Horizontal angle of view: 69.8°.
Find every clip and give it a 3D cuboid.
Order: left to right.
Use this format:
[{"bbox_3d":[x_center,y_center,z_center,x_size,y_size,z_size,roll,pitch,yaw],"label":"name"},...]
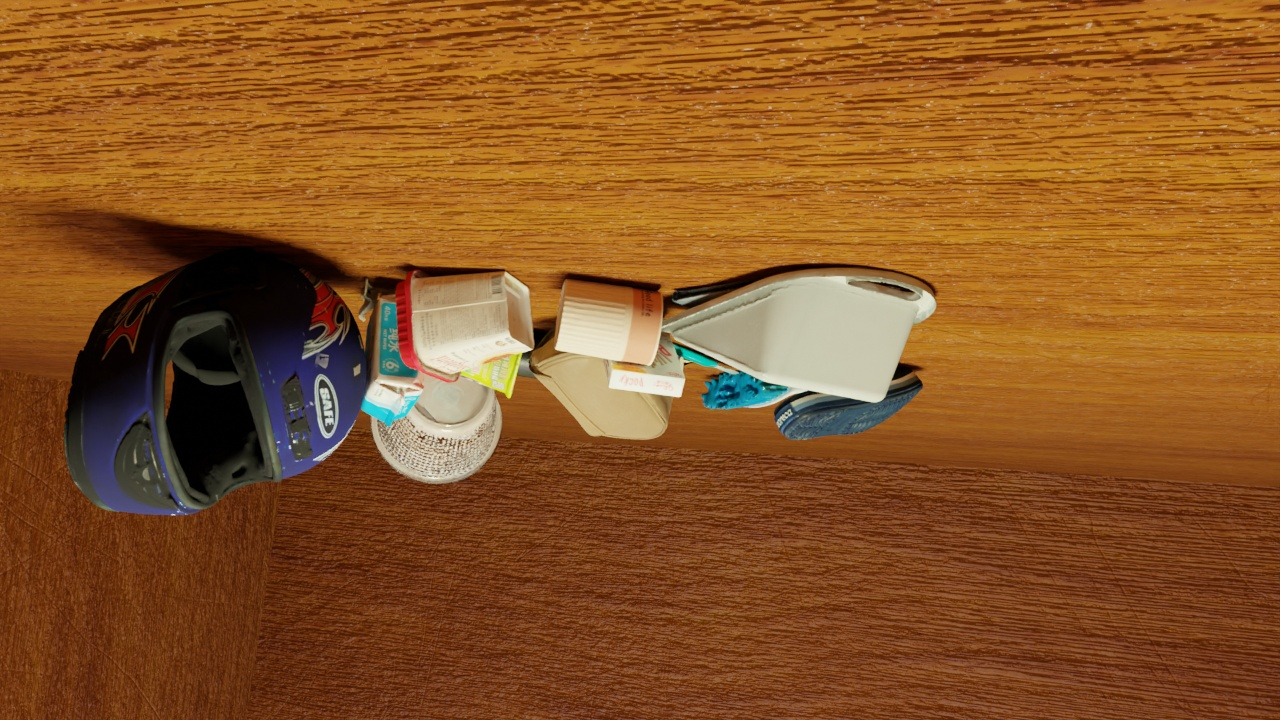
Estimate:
[{"bbox_3d":[-0.318,-0.073,1.110,0.074,0.034,0.101,10,164,-23],"label":"clip"}]

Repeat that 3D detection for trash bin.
[{"bbox_3d":[-0.330,0.075,1.531,0.227,0.227,0.193,7,158,-15],"label":"trash bin"}]

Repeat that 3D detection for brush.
[{"bbox_3d":[0.232,0.041,1.461,0.109,0.060,0.315,5,170,-33],"label":"brush"}]

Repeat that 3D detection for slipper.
[{"bbox_3d":[0.283,0.050,1.296,0.252,0.095,0.105,-10,155,-32],"label":"slipper"}]

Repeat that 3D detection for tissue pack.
[{"bbox_3d":[-0.284,-0.003,1.065,0.063,0.139,0.090,8,153,-24],"label":"tissue pack"}]

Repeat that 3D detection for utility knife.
[{"bbox_3d":[0.088,-0.002,1.371,0.029,0.013,0.219,-4,164,36],"label":"utility knife"}]

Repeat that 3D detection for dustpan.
[{"bbox_3d":[0.177,-0.048,0.982,0.222,0.143,0.258,11,-168,-29],"label":"dustpan"}]

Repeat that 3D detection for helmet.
[{"bbox_3d":[-0.416,0.022,0.964,0.240,0.248,0.315,-5,-150,-5],"label":"helmet"}]

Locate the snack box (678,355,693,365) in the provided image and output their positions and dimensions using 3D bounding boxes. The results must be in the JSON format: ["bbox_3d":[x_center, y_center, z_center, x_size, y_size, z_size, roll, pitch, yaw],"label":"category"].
[{"bbox_3d":[0.000,0.012,1.417,0.126,0.053,0.113,5,172,34],"label":"snack box"}]

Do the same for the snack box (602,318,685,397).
[{"bbox_3d":[-0.003,-0.011,1.075,0.084,0.027,0.156,7,-154,-12],"label":"snack box"}]

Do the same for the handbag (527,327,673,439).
[{"bbox_3d":[-0.048,0.025,1.240,0.148,0.099,0.204,-10,136,30],"label":"handbag"}]

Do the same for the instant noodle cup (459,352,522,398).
[{"bbox_3d":[-0.213,-0.020,1.177,0.123,0.111,0.112,14,169,-8],"label":"instant noodle cup"}]

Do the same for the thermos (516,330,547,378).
[{"bbox_3d":[-0.209,-0.015,1.285,0.242,0.068,0.090,10,157,-20],"label":"thermos"}]

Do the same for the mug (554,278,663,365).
[{"bbox_3d":[-0.037,-0.048,1.010,0.106,0.082,0.114,8,-160,-9],"label":"mug"}]

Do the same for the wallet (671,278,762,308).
[{"bbox_3d":[0.110,-0.064,0.989,0.121,0.019,0.097,-7,165,41],"label":"wallet"}]

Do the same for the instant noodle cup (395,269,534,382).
[{"bbox_3d":[-0.190,-0.044,1.014,0.124,0.116,0.116,-9,167,14],"label":"instant noodle cup"}]

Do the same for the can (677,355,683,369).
[{"bbox_3d":[-0.008,0.008,1.320,0.133,0.053,0.053,9,172,13],"label":"can"}]
